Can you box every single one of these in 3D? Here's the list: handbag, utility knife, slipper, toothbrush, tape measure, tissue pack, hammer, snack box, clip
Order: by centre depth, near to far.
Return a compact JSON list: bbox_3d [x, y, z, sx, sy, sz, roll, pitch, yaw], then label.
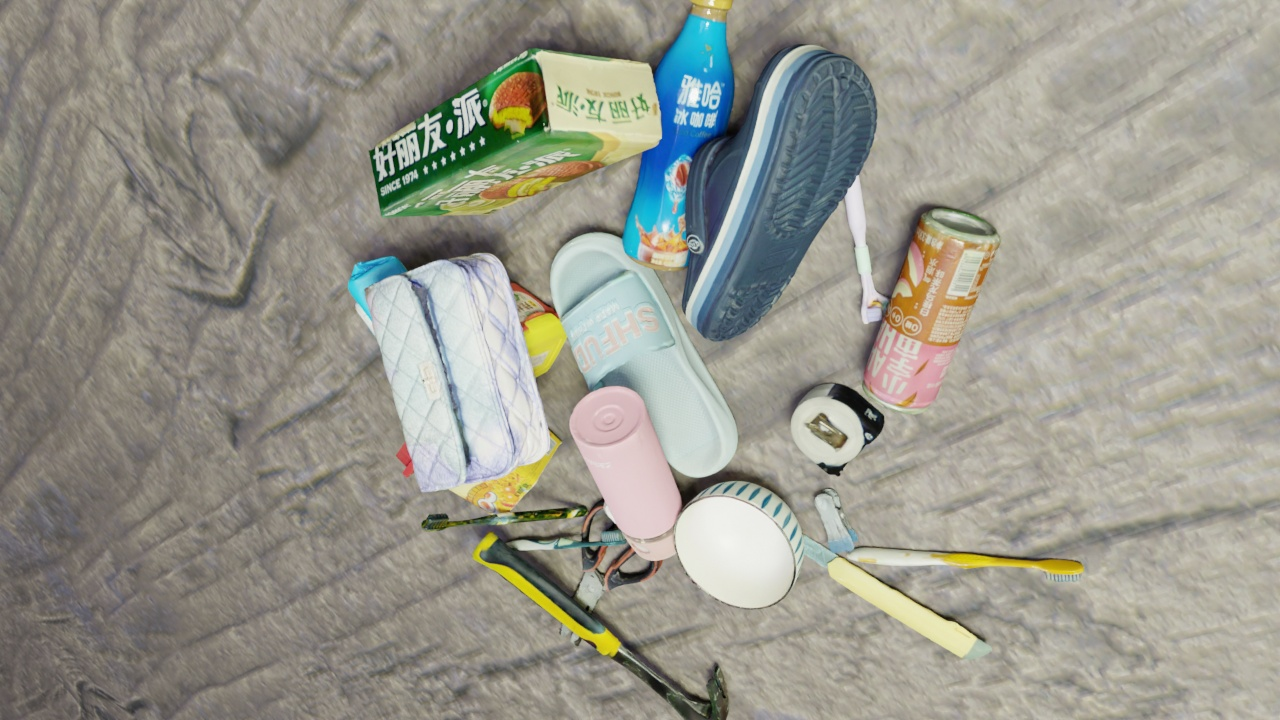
[{"bbox_3d":[0.086,-0.123,0.678,0.095,0.104,0.253,45,140,25],"label":"slipper"},{"bbox_3d":[0.162,-0.120,0.690,0.021,0.029,0.189,23,131,64],"label":"toothbrush"},{"bbox_3d":[-0.105,-0.170,0.721,0.241,0.114,0.063,-9,91,46],"label":"snack box"},{"bbox_3d":[0.160,0.054,0.766,0.066,0.033,0.066,39,124,7],"label":"tape measure"},{"bbox_3d":[0.268,0.172,0.773,0.192,0.016,0.018,-3,119,30],"label":"toothbrush"},{"bbox_3d":[-0.162,0.010,0.787,0.134,0.075,0.194,-15,91,37],"label":"handbag"},{"bbox_3d":[0.171,0.141,0.809,0.026,0.041,0.058,-14,100,36],"label":"clip"},{"bbox_3d":[-0.005,0.005,0.810,0.104,0.074,0.245,-29,98,37],"label":"slipper"},{"bbox_3d":[0.214,0.208,0.817,0.198,0.020,0.031,28,119,14],"label":"utility knife"},{"bbox_3d":[-0.125,-0.023,0.856,0.080,0.091,0.082,41,124,15],"label":"snack box"},{"bbox_3d":[-0.126,0.151,0.892,0.017,0.185,0.012,-58,48,30],"label":"toothbrush"},{"bbox_3d":[-0.228,-0.034,0.898,0.140,0.063,0.090,54,168,-3],"label":"tissue pack"},{"bbox_3d":[-0.085,0.190,0.965,0.192,0.016,0.018,-13,91,42],"label":"toothbrush"},{"bbox_3d":[-0.043,0.292,0.975,0.323,0.031,0.126,38,126,2],"label":"hammer"}]

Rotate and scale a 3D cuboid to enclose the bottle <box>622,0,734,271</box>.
[{"bbox_3d":[0.033,-0.178,0.706,0.065,0.065,0.219,22,122,19],"label":"bottle"}]

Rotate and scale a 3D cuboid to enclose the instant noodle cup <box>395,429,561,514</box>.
[{"bbox_3d":[-0.157,0.084,0.916,0.123,0.115,0.116,38,126,-6],"label":"instant noodle cup"}]

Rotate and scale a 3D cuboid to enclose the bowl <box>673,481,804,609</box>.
[{"bbox_3d":[0.095,0.158,0.829,0.117,0.066,0.117,13,118,25],"label":"bowl"}]

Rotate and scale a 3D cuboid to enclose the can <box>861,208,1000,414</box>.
[{"bbox_3d":[0.212,-0.035,0.679,0.058,0.057,0.147,23,122,18],"label":"can"}]

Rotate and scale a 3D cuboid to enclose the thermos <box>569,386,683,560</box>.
[{"bbox_3d":[-0.012,0.106,0.823,0.087,0.067,0.199,17,148,29],"label":"thermos"}]

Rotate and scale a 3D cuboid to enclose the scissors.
[{"bbox_3d":[-0.035,0.237,0.972,0.198,0.015,0.205,-5,110,30],"label":"scissors"}]
